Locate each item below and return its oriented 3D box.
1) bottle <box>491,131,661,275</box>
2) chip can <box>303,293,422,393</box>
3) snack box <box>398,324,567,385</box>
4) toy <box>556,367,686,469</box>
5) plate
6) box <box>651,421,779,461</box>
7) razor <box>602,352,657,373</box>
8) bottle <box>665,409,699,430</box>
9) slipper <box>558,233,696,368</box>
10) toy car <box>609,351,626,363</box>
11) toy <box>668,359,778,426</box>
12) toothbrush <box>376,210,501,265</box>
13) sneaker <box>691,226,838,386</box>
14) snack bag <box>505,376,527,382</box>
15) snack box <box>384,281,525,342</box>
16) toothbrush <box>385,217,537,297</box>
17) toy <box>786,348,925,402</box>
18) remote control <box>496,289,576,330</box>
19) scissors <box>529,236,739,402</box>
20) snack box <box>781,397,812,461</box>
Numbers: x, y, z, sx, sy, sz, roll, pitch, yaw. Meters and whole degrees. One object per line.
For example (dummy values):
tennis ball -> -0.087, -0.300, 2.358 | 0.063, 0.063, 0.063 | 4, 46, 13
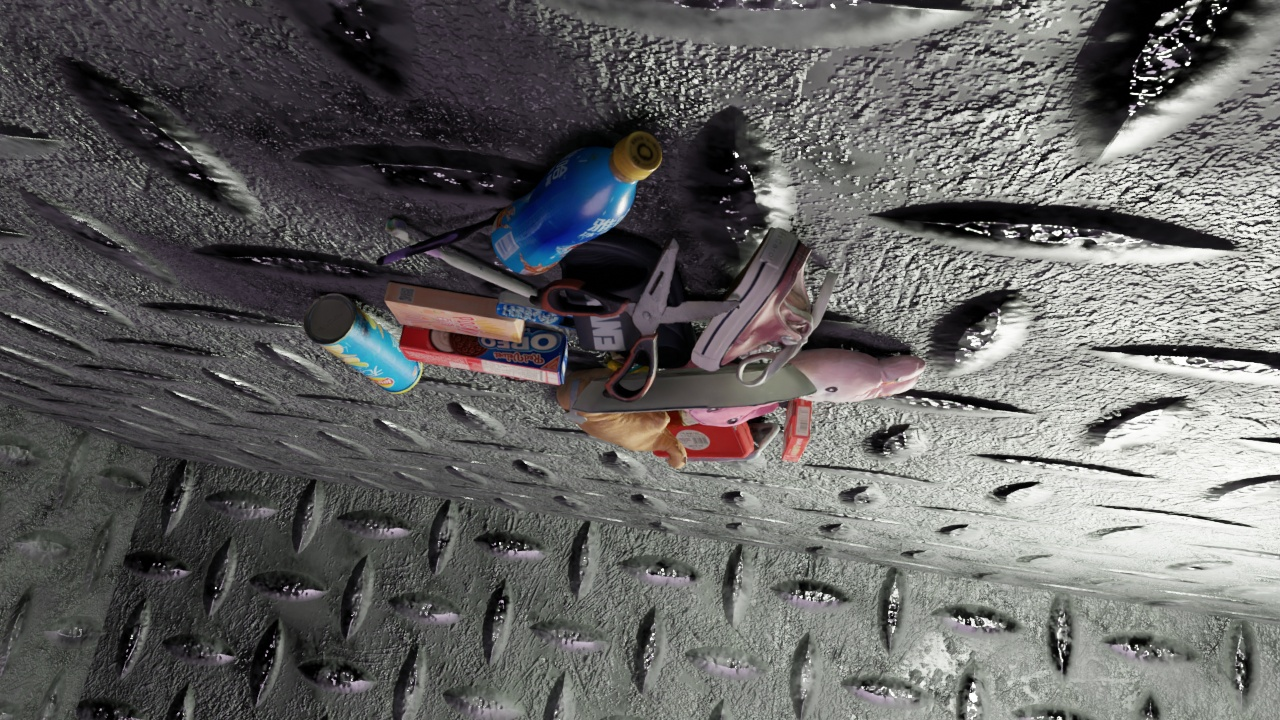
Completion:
bottle -> -0.051, -0.125, 0.720 | 0.065, 0.065, 0.219 | 18, 160, -26
chip can -> -0.367, -0.018, 1.232 | 0.071, 0.071, 0.210 | 6, 163, 12
snack box -> -0.196, -0.017, 1.169 | 0.207, 0.057, 0.058 | 10, 161, 0
toy -> -0.023, 0.085, 1.313 | 0.144, 0.082, 0.226 | 1, 150, 46
plate -> 0.056, 0.028, 1.000 | 0.266, 0.034, 0.161 | -4, -177, 20
box -> 0.105, 0.103, 1.425 | 0.202, 0.100, 0.095 | -6, 116, 46
razor -> -0.007, 0.007, 1.149 | 0.043, 0.028, 0.133 | 21, 172, -22
bottle -> 0.031, 0.084, 1.375 | 0.207, 0.059, 0.059 | -10, 155, 38
slipper -> -0.008, -0.037, 0.931 | 0.111, 0.083, 0.268 | 1, 155, 19
toy car -> 0.001, -0.019, 1.089 | 0.042, 0.035, 0.091 | 20, 158, -36
toy -> 0.099, 0.036, 1.145 | 0.179, 0.074, 0.194 | -8, 157, 31
toothbrush -> -0.184, -0.115, 0.872 | 0.189, 0.014, 0.016 | -12, 169, 31
sneaker -> 0.115, -0.037, 0.853 | 0.088, 0.118, 0.241 | 31, 157, 1
snack bag -> -0.174, 0.007, 1.284 | 0.045, 0.026, 0.105 | 12, 161, 5
snack box -> -0.220, -0.056, 1.103 | 0.157, 0.026, 0.084 | 10, 163, 2
toothbrush -> -0.178, -0.101, 0.948 | 0.189, 0.020, 0.029 | 25, -172, -43
toy -> 0.241, 0.017, 1.048 | 0.159, 0.054, 0.121 | -2, 162, 9
remote control -> -0.100, -0.056, 1.041 | 0.125, 0.024, 0.049 | 11, 164, -9
scissors -> -0.005, -0.033, 0.843 | 0.225, 0.015, 0.189 | 5, 130, 30
snack box -> 0.212, 0.086, 1.242 | 0.025, 0.075, 0.153 | 7, 163, 6
